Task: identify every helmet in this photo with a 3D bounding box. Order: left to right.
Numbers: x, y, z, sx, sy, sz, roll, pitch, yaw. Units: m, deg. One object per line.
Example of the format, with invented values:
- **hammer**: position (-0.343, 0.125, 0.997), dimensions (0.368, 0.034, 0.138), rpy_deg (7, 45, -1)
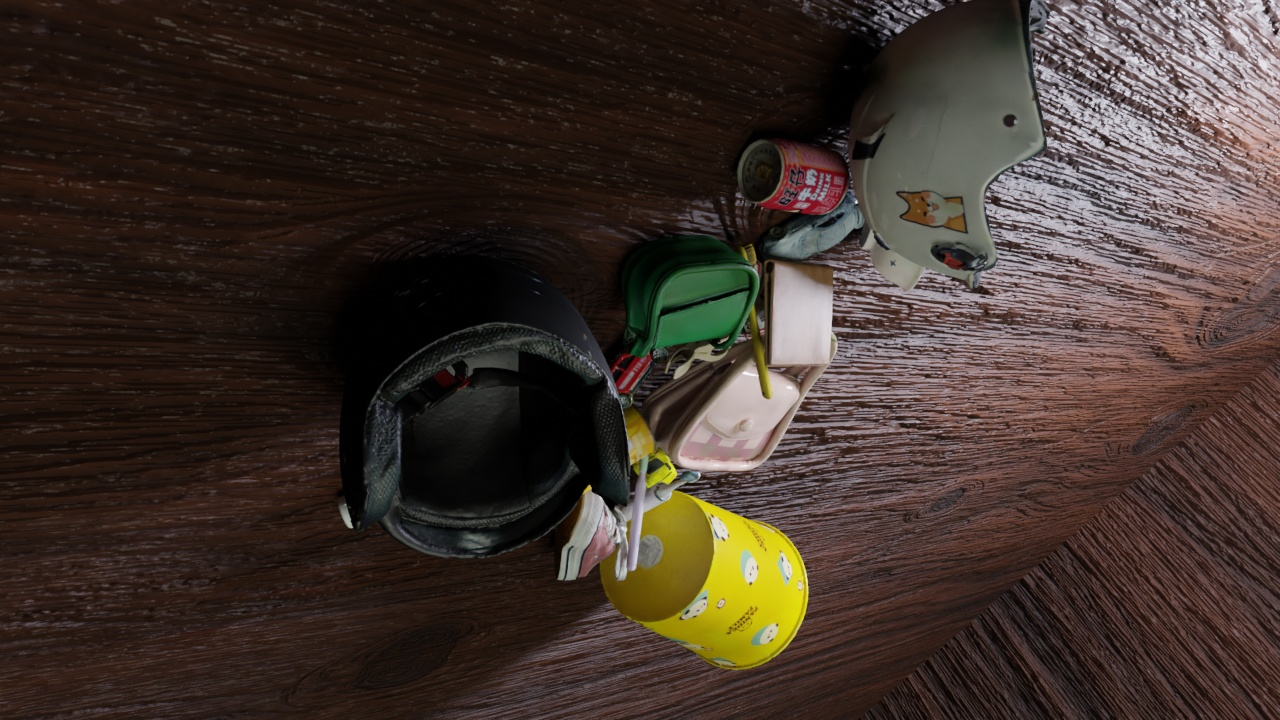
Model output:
- **helmet**: position (-0.138, 0.047, 0.794), dimensions (0.233, 0.229, 0.275), rpy_deg (-1, 136, -17)
- **helmet**: position (0.272, -0.202, 0.854), dimensions (0.157, 0.229, 0.274), rpy_deg (11, 149, 11)

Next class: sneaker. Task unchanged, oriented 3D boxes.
- **sneaker**: position (-0.060, 0.216, 1.183), dimensions (0.087, 0.118, 0.242), rpy_deg (-1, 144, -12)

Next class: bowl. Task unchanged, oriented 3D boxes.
- **bowl**: position (0.285, -0.142, 1.029), dimensions (0.065, 0.118, 0.118), rpy_deg (15, 137, 2)

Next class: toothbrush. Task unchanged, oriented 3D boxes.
- **toothbrush**: position (0.002, 0.175, 1.162), dimensions (0.029, 0.021, 0.189), rpy_deg (-1, 101, -63)
- **toothbrush**: position (0.015, 0.177, 1.187), dimensions (0.026, 0.026, 0.222), rpy_deg (16, 150, -24)
- **toothbrush**: position (0.126, -0.040, 0.989), dimensions (0.016, 0.015, 0.190), rpy_deg (-23, 121, -16)

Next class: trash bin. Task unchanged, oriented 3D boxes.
- **trash bin**: position (0.086, 0.311, 1.325), dimensions (0.230, 0.229, 0.255), rpy_deg (-40, 140, 12)

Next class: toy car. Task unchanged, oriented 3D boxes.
- **toy car**: position (-0.006, 0.006, 1.003), dimensions (0.121, 0.045, 0.052), rpy_deg (-50, -174, 20)
- **toy car**: position (0.021, 0.148, 1.225), dimensions (0.048, 0.032, 0.105), rpy_deg (-32, 148, -1)
- **toy car**: position (0.186, -0.137, 0.994), dimensions (0.120, 0.036, 0.054), rpy_deg (-28, 147, 0)

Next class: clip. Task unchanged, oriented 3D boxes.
- **clip**: position (0.071, -0.013, 1.000), dimensions (0.095, 0.101, 0.035), rpy_deg (15, 133, -3)

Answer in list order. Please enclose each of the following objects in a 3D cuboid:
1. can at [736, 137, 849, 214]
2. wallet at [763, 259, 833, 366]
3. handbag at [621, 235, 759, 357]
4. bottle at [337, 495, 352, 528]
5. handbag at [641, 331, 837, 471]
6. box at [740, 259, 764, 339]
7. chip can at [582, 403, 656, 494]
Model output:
- **can**: position (0.146, -0.177, 0.883), dimensions (0.093, 0.066, 0.067), rpy_deg (0, 135, -39)
- **wallet**: position (0.172, -0.050, 0.999), dimensions (0.101, 0.020, 0.115), rpy_deg (-1, 92, -40)
- **handbag**: position (0.046, -0.061, 0.927), dimensions (0.131, 0.068, 0.120), rpy_deg (-8, 126, -31)
- **bottle**: position (-0.225, 0.125, 0.984), dimensions (0.194, 0.044, 0.080), rpy_deg (-22, 161, -9)
- **handbag**: position (0.136, 0.033, 1.106), dimensions (0.193, 0.093, 0.235), rpy_deg (12, 131, -48)
- **box**: position (0.128, -0.065, 1.040), dimensions (0.069, 0.052, 0.164), rpy_deg (-22, 147, 11)
- **chip can**: position (-0.087, 0.128, 1.053), dimensions (0.213, 0.072, 0.072), rpy_deg (-29, 147, -17)
